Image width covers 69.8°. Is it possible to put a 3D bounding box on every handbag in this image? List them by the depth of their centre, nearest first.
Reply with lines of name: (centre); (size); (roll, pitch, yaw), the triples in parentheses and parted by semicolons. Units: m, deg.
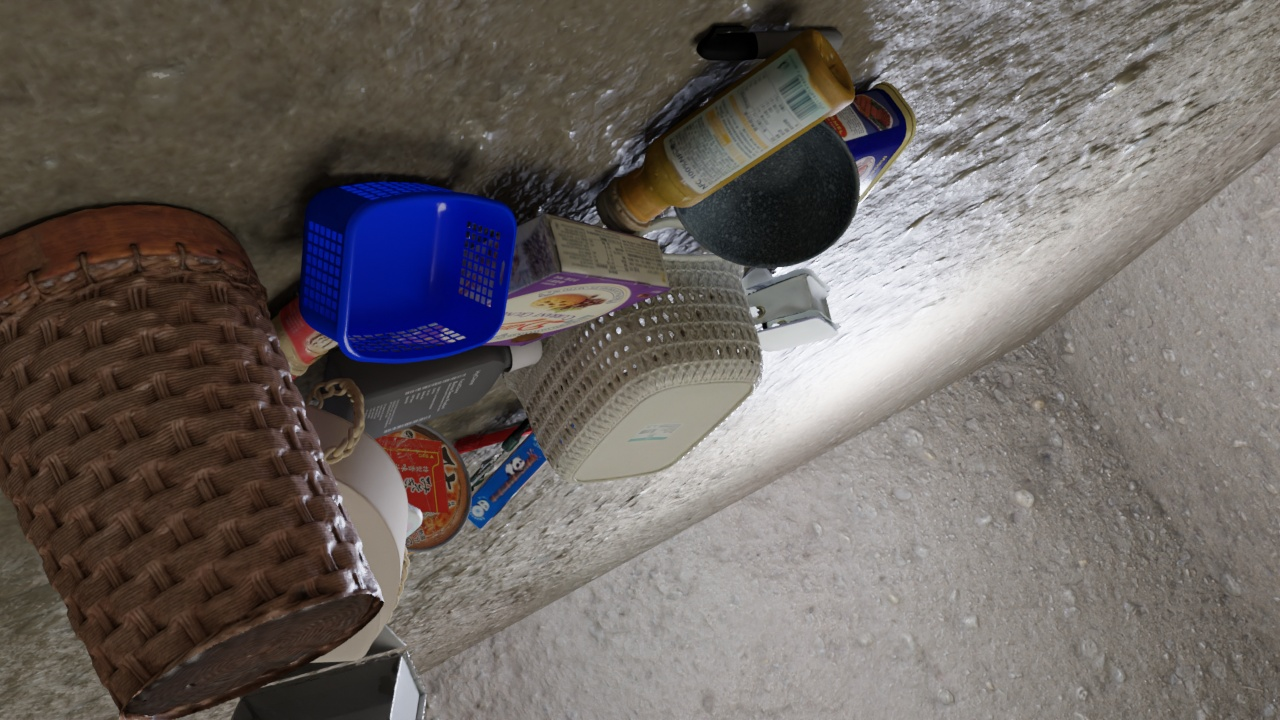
handbag: (-0.270, 0.120, 0.633); (0.210, 0.103, 0.209); (1, 125, -8)
handbag: (0.126, -0.051, 1.041); (0.176, 0.074, 0.151); (-16, 168, 20)

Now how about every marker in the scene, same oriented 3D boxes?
marker: (0.088, -0.206, 0.589); (0.138, 0.016, 0.022); (-19, 137, -37)

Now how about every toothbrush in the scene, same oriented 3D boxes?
toothbrush: (-0.123, 0.074, 1.039); (0.212, 0.012, 0.018); (-14, 153, -45)

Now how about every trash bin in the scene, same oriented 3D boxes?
trash bin: (-0.231, 0.053, 0.446); (0.151, 0.210, 0.151); (-28, 163, -10)

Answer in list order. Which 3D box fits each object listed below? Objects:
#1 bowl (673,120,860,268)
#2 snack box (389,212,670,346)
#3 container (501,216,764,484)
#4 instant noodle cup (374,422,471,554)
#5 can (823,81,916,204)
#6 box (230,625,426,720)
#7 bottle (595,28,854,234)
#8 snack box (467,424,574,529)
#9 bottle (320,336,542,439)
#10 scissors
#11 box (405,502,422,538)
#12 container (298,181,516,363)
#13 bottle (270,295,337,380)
bowl: (0.094, -0.140, 0.679); (0.137, 0.137, 0.057); (-45, -163, 41)
snack box: (-0.077, -0.050, 0.640); (0.148, 0.040, 0.143); (-19, 170, 29)
container: (-0.005, 0.005, 0.813); (0.184, 0.142, 0.247); (-3, 151, -32)
instant noodle cup: (-0.241, 0.133, 0.847); (0.123, 0.123, 0.122); (-11, 164, -48)
can: (0.151, -0.164, 0.745); (0.092, 0.056, 0.116); (-21, 161, -27)
box: (-0.317, 0.198, 0.786); (0.167, 0.422, 0.173); (-15, -179, -1)
bottle: (0.049, -0.142, 0.609); (0.187, 0.053, 0.053); (-30, 166, 32)
snack box: (-0.126, 0.111, 1.000); (0.151, 0.034, 0.087); (-46, -178, 20)
bottle: (-0.159, 0.008, 0.726); (0.173, 0.046, 0.084); (-19, 160, -33)
scissors: (-0.135, 0.086, 0.952); (0.202, 0.015, 0.202); (-46, -178, -12)
box: (-0.289, 0.129, 0.708); (0.153, 0.038, 0.201); (-36, 131, 27)
container: (-0.134, -0.053, 0.519); (0.114, 0.058, 0.096); (-10, 117, -49)
bottle: (-0.208, -0.019, 0.571); (0.109, 0.044, 0.044); (-35, 163, 13)
